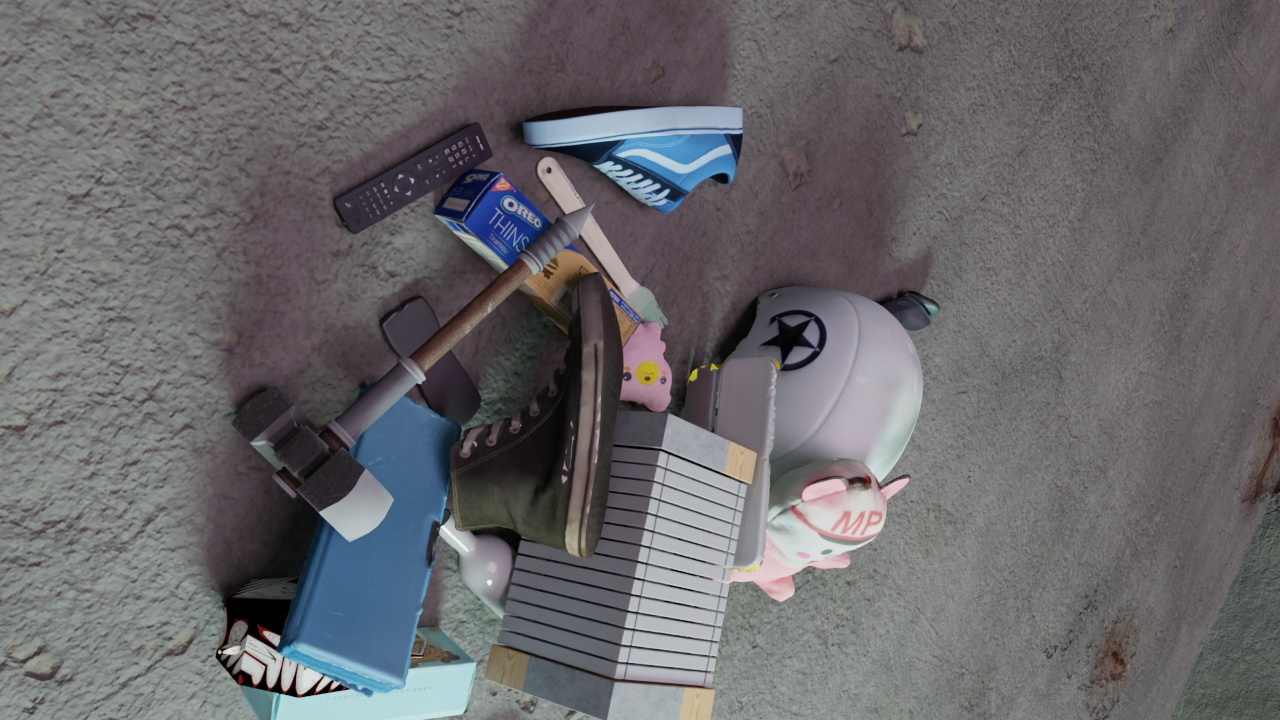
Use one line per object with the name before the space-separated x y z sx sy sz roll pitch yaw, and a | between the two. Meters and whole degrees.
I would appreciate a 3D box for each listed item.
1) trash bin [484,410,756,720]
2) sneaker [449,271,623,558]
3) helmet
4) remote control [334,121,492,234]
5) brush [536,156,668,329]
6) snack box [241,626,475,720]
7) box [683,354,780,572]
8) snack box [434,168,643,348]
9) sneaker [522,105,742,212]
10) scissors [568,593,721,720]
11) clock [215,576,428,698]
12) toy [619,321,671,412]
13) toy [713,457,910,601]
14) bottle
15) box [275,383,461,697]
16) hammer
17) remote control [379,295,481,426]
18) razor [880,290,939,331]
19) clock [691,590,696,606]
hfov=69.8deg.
trash bin | -0.013 0.180 0.827 0.142 0.143 0.246 26 71 -47
sneaker | -0.081 0.037 0.758 0.095 0.120 0.234 43 54 -77
helmet | 0.210 0.054 1.001 0.236 0.164 0.263 38 72 -39
remote control | -0.180 -0.147 0.731 0.136 0.015 0.032 -36 122 -23
brush | -0.034 -0.102 0.866 0.033 0.012 0.218 -48 126 -19
snack box | -0.231 0.264 0.763 0.174 0.075 0.053 11 94 -40
box | 0.079 0.101 0.905 0.038 0.130 0.209 20 70 -36
snack box | -0.083 -0.081 0.801 0.057 0.056 0.206 -55 129 -11
sneaker | 0.005 -0.180 0.830 0.240 0.083 0.098 -13 109 -39
scissors | 0.007 0.324 1.015 0.225 0.016 0.162 -5 105 -36
clock | -0.239 0.204 0.709 0.154 0.115 0.065 11 95 -23
toy | -0.005 0.005 0.892 0.102 0.050 0.093 12 96 -41
toy | 0.157 0.166 0.914 0.141 0.084 0.214 16 136 -30
bottle | -0.127 0.202 0.846 0.052 0.052 0.195 -48 127 -19
box | -0.200 0.128 0.692 0.093 0.049 0.231 32 41 -29
hammer | -0.146 -0.019 0.699 0.321 0.156 0.043 -45 144 -19
remote control | -0.176 0.005 0.780 0.046 0.009 0.124 -39 124 -25
razor | 0.312 -0.052 1.145 0.142 0.047 0.052 -18 89 -32
clock | 0.025 0.230 0.972 0.103 0.056 0.148 -41 123 -15
